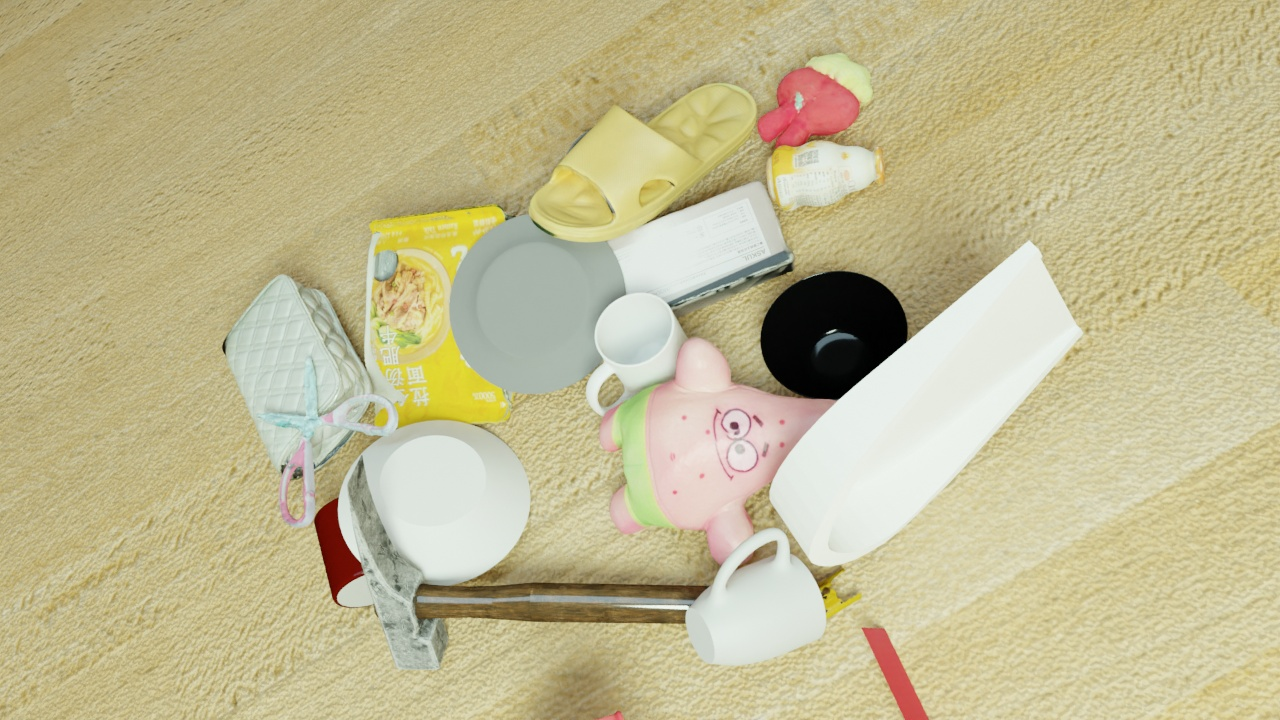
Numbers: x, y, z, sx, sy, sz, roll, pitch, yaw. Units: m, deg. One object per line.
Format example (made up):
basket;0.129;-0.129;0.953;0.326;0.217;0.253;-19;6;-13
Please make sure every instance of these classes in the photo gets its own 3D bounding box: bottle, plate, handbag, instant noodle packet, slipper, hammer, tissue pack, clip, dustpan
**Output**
bottle;0.178;-0.180;0.881;0.109;0.063;0.063;-4;63;17
plate;-0.102;-0.057;0.881;0.178;0.012;0.178;-2;81;12
handbag;-0.362;0.015;0.971;0.139;0.072;0.195;-46;57;14
instant noodle packet;-0.202;-0.040;0.950;0.163;0.084;0.221;-5;74;19
slipper;0.009;-0.205;0.887;0.262;0.078;0.099;-37;62;-20
hammer;-0.077;0.170;0.744;0.301;0.218;0.037;-1;34;6
plate;-0.188;0.117;0.837;0.174;0.036;0.173;4;53;-5
tissue pack;0.050;-0.100;0.894;0.181;0.071;0.104;-23;75;11
clip;0.146;0.189;0.725;0.054;0.046;0.048;-31;103;2
dustpan;0.215;0.052;0.671;0.258;0.191;0.053;-43;57;16

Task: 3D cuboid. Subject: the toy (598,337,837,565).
toy;0.070;0.074;0.768;0.237;0.096;0.192;-13;88;21

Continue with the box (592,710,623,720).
box;-0.136;0.407;0.625;0.374;0.148;0.212;-22;60;3

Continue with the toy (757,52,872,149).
toy;0.177;-0.260;0.931;0.091;0.045;0.135;37;77;27

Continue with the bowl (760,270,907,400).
bowl;0.172;-0.012;0.805;0.124;0.052;0.123;-8;62;16

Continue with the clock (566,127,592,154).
clock;-0.022;-0.194;0.964;0.104;0.056;0.147;-27;57;2

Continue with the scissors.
scissors;-0.297;0.068;0.865;0.176;0.013;0.170;-18;63;18

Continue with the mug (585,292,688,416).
mug;-0.005;0.005;0.838;0.110;0.090;0.074;-46;59;-6

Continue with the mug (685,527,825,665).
mug;0.083;0.178;0.694;0.089;0.107;0.071;-15;26;-23

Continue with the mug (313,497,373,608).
mug;-0.243;0.169;0.855;0.105;0.073;0.082;-25;59;-4
